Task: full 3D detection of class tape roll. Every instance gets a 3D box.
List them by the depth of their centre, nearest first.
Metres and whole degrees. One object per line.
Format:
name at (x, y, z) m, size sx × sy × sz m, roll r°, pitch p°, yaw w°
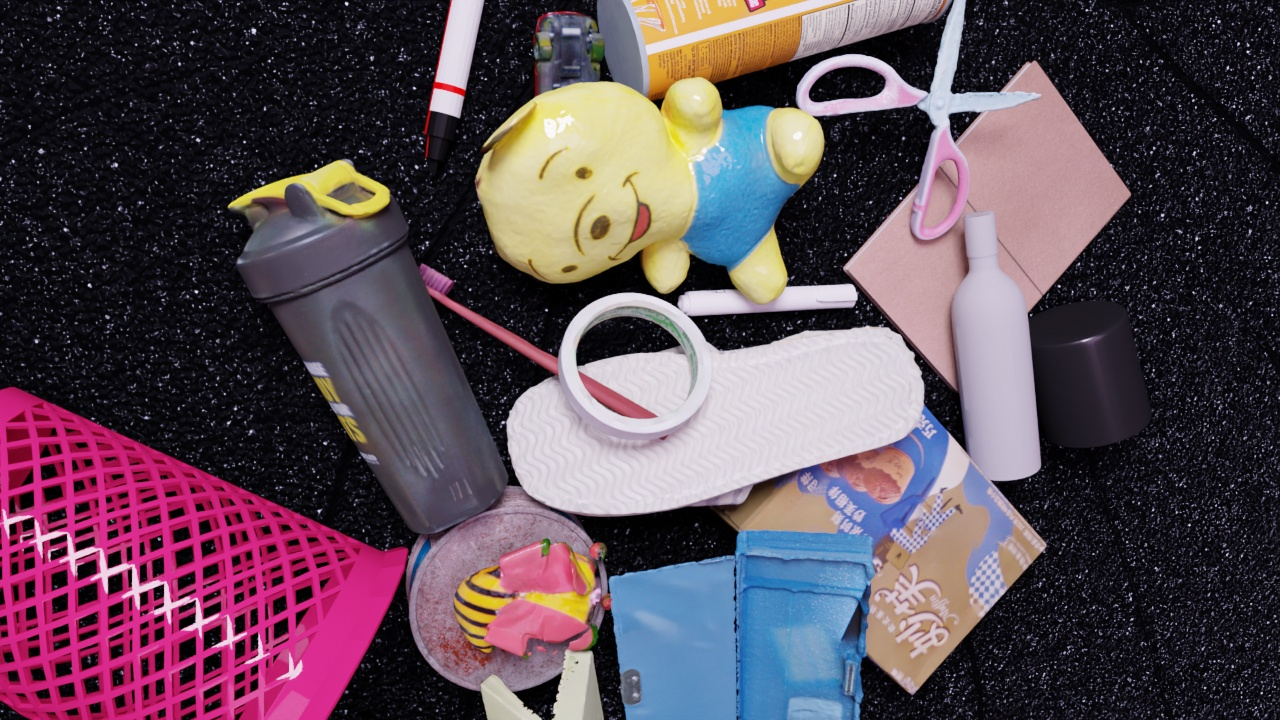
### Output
tape roll at (-0.003, 0.003, 0.567) m, size 0.093 × 0.018 × 0.093 m, roll 5°, pitch 67°, yaw -11°

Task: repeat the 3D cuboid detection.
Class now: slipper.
slipper at (0.049, 0.038, 0.607) m, size 0.272 × 0.054 × 0.114 m, roll -10°, pitch 75°, yaw 1°

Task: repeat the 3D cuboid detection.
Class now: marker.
marker at (-0.112, -0.185, 0.557) m, size 0.019 × 0.019 × 0.145 m, roll 11°, pitch 97°, yaw -19°
marker at (0.090, -0.043, 0.646) m, size 0.133 × 0.020 × 0.017 m, roll -4°, pitch 98°, yaw -16°

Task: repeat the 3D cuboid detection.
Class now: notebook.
notebook at (0.266, -0.098, 0.694) m, size 0.141 × 0.008 × 0.209 m, roll 43°, pitch 87°, yaw -20°

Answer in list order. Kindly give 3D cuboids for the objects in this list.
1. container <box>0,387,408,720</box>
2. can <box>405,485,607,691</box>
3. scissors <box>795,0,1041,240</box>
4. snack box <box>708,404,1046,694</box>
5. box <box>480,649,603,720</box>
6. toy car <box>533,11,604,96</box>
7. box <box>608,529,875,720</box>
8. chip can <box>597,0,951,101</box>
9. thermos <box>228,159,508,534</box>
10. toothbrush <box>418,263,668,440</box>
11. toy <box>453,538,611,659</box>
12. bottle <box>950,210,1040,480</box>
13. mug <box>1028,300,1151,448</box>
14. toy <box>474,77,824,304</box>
container at (-0.275, 0.127, 0.500) m, size 0.225 × 0.183 × 0.183 m, roll 34°, pitch 90°, yaw -12°
can at (-0.090, 0.153, 0.618) m, size 0.129 × 0.044 × 0.130 m, roll -3°, pitch 102°, yaw -16°
scissors at (0.185, -0.158, 0.617) m, size 0.172 × 0.013 × 0.171 m, roll -3°, pitch 125°, yaw -7°
snack box at (0.176, 0.121, 0.679) m, size 0.155 × 0.069 × 0.202 m, roll -46°, pitch 110°, yaw -3°
box at (-0.049, 0.287, 0.619) m, size 0.090 × 0.077 × 0.188 m, roll -11°, pitch 121°, yaw -13°
toy car at (-0.047, -0.168, 0.570) m, size 0.042 × 0.036 × 0.091 m, roll -7°, pitch 114°, yaw -17°
box at (0.072, 0.215, 0.647) m, size 0.177 × 0.047 × 0.232 m, roll -3°, pitch 123°, yaw 1°
chip can at (0.086, -0.225, 0.579) m, size 0.215 × 0.075 × 0.075 m, roll -20°, pitch 106°, yaw -12°
thermos at (-0.153, -0.006, 0.545) m, size 0.098 × 0.098 × 0.221 m, roll -26°, pitch 111°, yaw -11°
toothbrush at (-0.062, -0.006, 0.577) m, size 0.190 × 0.016 × 0.016 m, roll 32°, pitch 82°, yaw 2°
toy at (-0.066, 0.150, 0.579) m, size 0.103 × 0.046 × 0.084 m, roll -13°, pitch 118°, yaw -9°
bottle at (0.258, -0.011, 0.675) m, size 0.052 × 0.052 × 0.195 m, roll -16°, pitch 106°, yaw -13°
mug at (0.348, 0.001, 0.710) m, size 0.113 × 0.078 × 0.088 m, roll -35°, pitch 111°, yaw -36°
toy at (0.002, -0.105, 0.561) m, size 0.213 × 0.084 × 0.149 m, roll -4°, pitch 135°, yaw -19°
